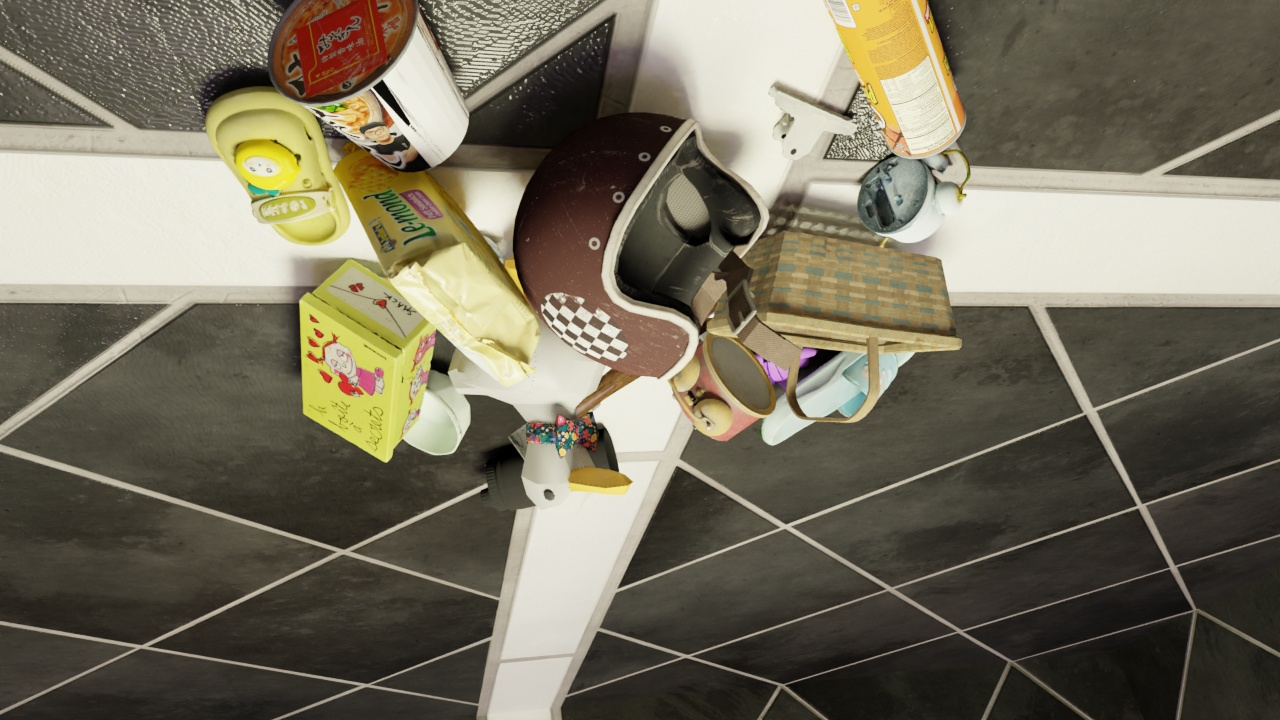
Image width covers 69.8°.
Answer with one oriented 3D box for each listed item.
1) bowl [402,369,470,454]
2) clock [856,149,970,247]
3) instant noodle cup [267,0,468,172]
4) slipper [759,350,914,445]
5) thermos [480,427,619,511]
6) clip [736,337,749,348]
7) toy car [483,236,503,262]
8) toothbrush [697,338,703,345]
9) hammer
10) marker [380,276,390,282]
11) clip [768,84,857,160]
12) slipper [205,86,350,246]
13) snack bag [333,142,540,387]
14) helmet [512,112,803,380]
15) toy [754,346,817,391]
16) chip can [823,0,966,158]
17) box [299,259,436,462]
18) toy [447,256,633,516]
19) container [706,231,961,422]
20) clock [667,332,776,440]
[{"bbox_3d":[-0.257,0.054,1.132,0.117,0.061,0.118,17,133,19],"label":"bowl"},{"bbox_3d":[0.280,-0.170,0.933,0.057,0.083,0.118,16,143,-42],"label":"clock"},{"bbox_3d":[-0.200,-0.216,0.717,0.124,0.123,0.122,-17,155,11],"label":"instant noodle cup"},{"bbox_3d":[0.268,0.044,1.207,0.245,0.074,0.104,-32,153,-9],"label":"slipper"},{"bbox_3d":[-0.136,0.162,1.321,0.199,0.086,0.086,-14,147,6],"label":"thermos"},{"bbox_3d":[0.119,-0.028,1.141,0.054,0.049,0.044,7,178,-26],"label":"clip"},{"bbox_3d":[-0.172,-0.095,0.971,0.027,0.038,0.090,-37,172,-45],"label":"toy car"},{"bbox_3d":[0.098,0.007,1.187,0.016,0.016,0.180,-44,153,2],"label":"toothbrush"},{"bbox_3d":[-0.006,0.006,1.081,0.301,0.037,0.217,-35,-179,18],"label":"hammer"},{"bbox_3d":[-0.215,-0.075,1.005,0.145,0.017,0.017,5,144,-22],"label":"marker"},{"bbox_3d":[0.152,-0.226,0.879,0.101,0.046,0.056,14,136,-30],"label":"clip"},{"bbox_3d":[-0.316,-0.151,0.809,0.091,0.081,0.191,-7,149,-1],"label":"slipper"},{"bbox_3d":[-0.176,-0.098,0.801,0.068,0.247,0.159,-40,136,3],"label":"snack bag"},{"bbox_3d":[0.011,-0.094,0.817,0.253,0.232,0.235,34,142,-3],"label":"helmet"},{"bbox_3d":[0.179,0.005,1.193,0.106,0.055,0.088,-20,147,15],"label":"toy"},{"bbox_3d":[0.215,-0.265,0.777,0.075,0.075,0.215,-23,144,20],"label":"chip can"},{"bbox_3d":[-0.301,0.008,1.006,0.124,0.081,0.222,32,140,3],"label":"box"},{"bbox_3d":[-0.108,0.025,0.971,0.247,0.267,0.140,9,-174,31],"label":"toy"},{"bbox_3d":[0.211,-0.026,1.006,0.249,0.186,0.158,6,176,-23],"label":"container"},{"bbox_3d":[0.081,0.037,1.065,0.081,0.117,0.158,-39,166,30],"label":"clock"}]
